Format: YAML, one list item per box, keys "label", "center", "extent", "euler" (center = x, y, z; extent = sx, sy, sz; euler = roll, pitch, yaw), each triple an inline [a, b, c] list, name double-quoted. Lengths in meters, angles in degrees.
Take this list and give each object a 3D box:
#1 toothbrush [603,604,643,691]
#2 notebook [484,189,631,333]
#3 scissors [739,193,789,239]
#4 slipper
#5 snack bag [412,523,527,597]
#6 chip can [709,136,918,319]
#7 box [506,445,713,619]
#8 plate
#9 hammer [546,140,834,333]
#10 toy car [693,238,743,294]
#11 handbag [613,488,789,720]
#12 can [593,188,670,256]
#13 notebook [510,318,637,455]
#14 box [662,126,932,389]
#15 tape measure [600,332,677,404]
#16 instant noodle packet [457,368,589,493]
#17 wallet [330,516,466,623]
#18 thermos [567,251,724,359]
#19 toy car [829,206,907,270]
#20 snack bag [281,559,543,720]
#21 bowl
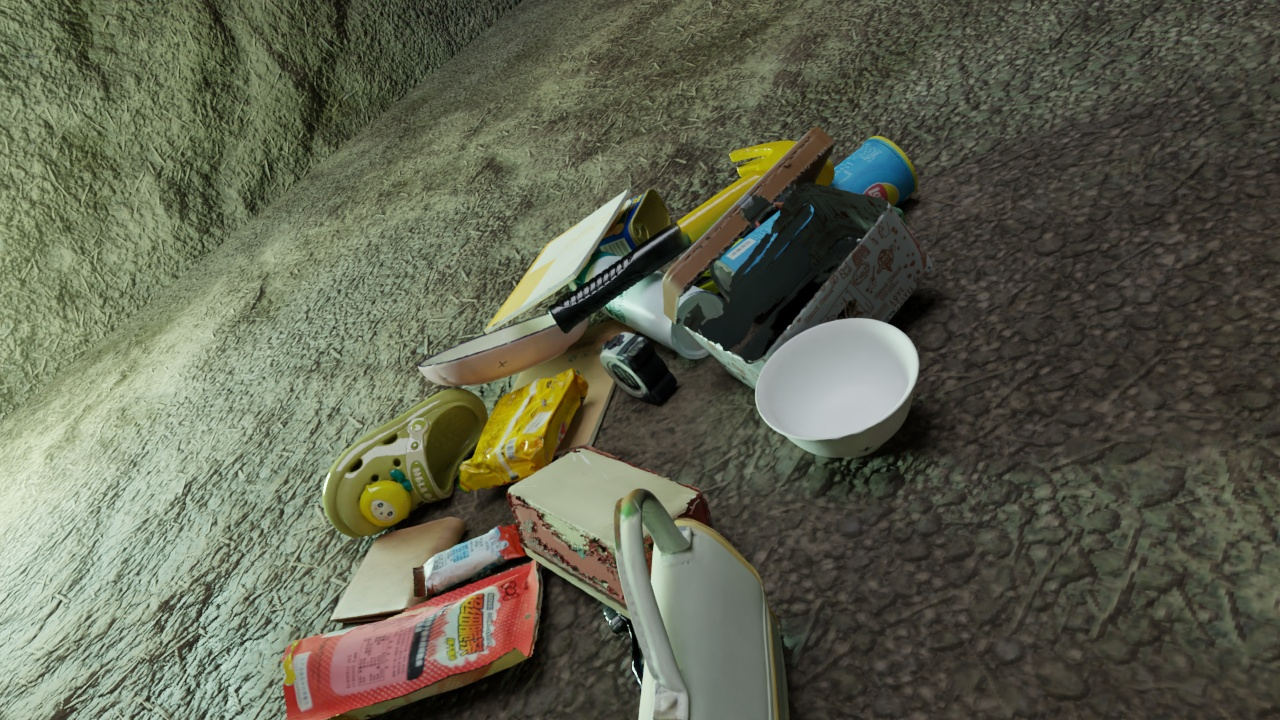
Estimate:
- label: "toothbrush"
  center: [0.003, 0.217, 0.596]
  extent: [0.016, 0.014, 0.189]
  euler: [-33, 30, 1]
- label: "notebook"
  center: [-0.092, -0.117, 1.059]
  extent: [0.146, 0.010, 0.205]
  euler: [-28, 22, 33]
- label: "scissors"
  center: [0.142, -0.165, 1.026]
  extent: [0.189, 0.015, 0.224]
  euler: [-24, 31, 16]
- label: "slipper"
  center: [-0.224, 0.103, 0.910]
  extent: [0.190, 0.092, 0.082]
  euler: [-40, 33, -20]
- label: "snack bag"
  center: [-0.145, 0.171, 0.786]
  extent: [0.104, 0.026, 0.048]
  euler: [-25, 28, -4]
- label: "chip can"
  center: [0.169, -0.129, 0.894]
  extent: [0.210, 0.071, 0.071]
  euler: [-38, 30, -8]
- label: "box"
  center: [-0.028, 0.118, 0.689]
  extent: [0.091, 0.078, 0.168]
  euler: [-30, 25, -30]
- label: "plate"
  center: [-0.140, -0.011, 0.984]
  extent: [0.192, 0.039, 0.192]
  euler: [-18, 9, 3]
- label: "hammer"
  center: [0.040, -0.123, 0.899]
  extent: [0.300, 0.033, 0.128]
  euler: [-35, 31, -3]
- label: "toy car"
  center: [0.078, -0.094, 0.950]
  extent: [0.105, 0.032, 0.048]
  euler: [-27, 39, 25]
- label: "handbag"
  center: [0.032, 0.157, 0.493]
  extent: [0.063, 0.179, 0.163]
  euler: [-17, 31, 16]
- label: "can"
  center: [-0.019, -0.155, 1.127]
  extent: [0.083, 0.057, 0.101]
  euler: [-16, 33, 32]
- label: "notebook"
  center: [-0.085, 0.030, 0.962]
  extent: [0.148, 0.008, 0.207]
  euler: [-15, 34, 29]
- label: "box"
  center: [0.108, -0.088, 0.760]
  extent: [0.182, 0.166, 0.150]
  euler: [-49, 33, -4]
- label: "tape measure"
  center: [-0.005, 0.005, 0.864]
  extent: [0.033, 0.066, 0.066]
  euler: [-46, 34, -20]
- label: "instant noodle packet"
  center: [-0.110, 0.068, 0.875]
  extent: [0.111, 0.044, 0.128]
  euler: [-21, 27, 32]
- label: "wallet"
  center: [-0.222, 0.194, 0.842]
  extent: [0.115, 0.020, 0.101]
  euler: [-15, 34, 33]
- label: "thermos"
  center: [-0.002, -0.064, 0.950]
  extent: [0.073, 0.073, 0.224]
  euler: [-40, 33, -13]
- label: "toy car"
  center: [0.209, -0.104, 0.850]
  extent: [0.091, 0.036, 0.043]
  euler: [-46, 34, -6]
- label: "snack bag"
  center: [-0.173, 0.222, 0.713]
  extent: [0.208, 0.073, 0.128]
  euler: [-21, 18, 10]
- label: "bowl"
  center: [0.150, 0.032, 0.672]
  extent: [0.118, 0.065, 0.118]
  euler: [-19, 39, 16]
